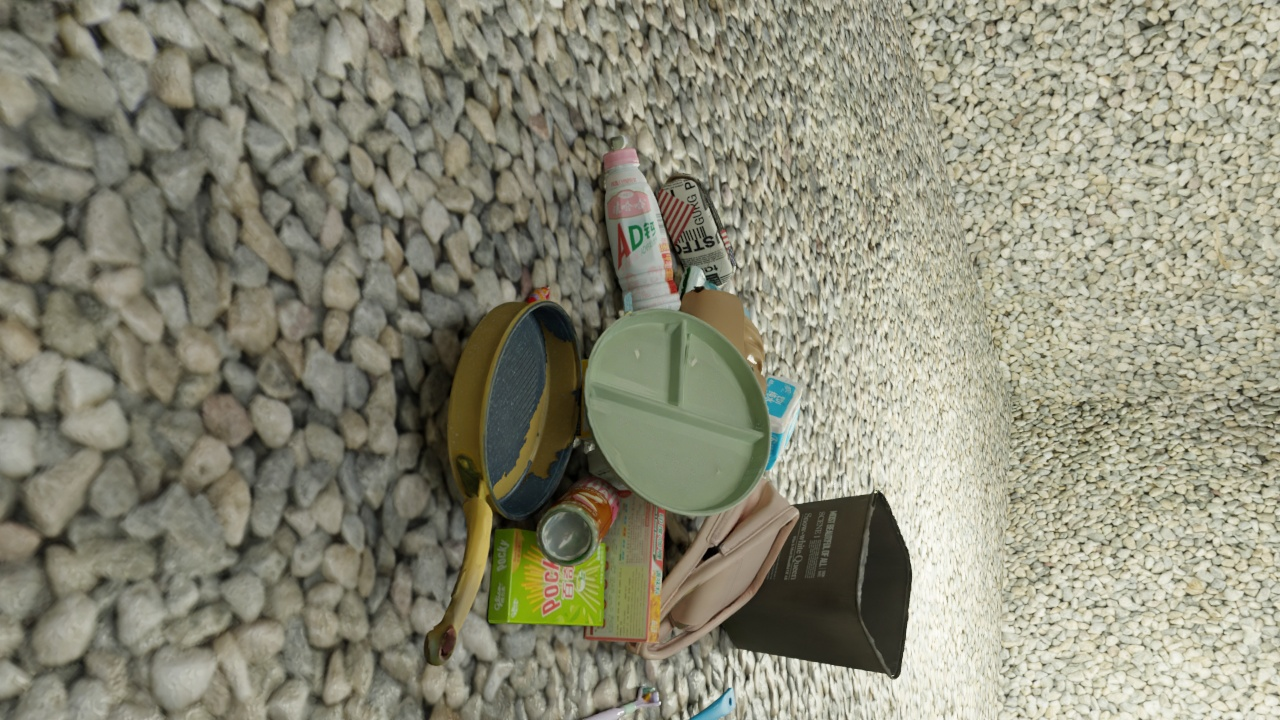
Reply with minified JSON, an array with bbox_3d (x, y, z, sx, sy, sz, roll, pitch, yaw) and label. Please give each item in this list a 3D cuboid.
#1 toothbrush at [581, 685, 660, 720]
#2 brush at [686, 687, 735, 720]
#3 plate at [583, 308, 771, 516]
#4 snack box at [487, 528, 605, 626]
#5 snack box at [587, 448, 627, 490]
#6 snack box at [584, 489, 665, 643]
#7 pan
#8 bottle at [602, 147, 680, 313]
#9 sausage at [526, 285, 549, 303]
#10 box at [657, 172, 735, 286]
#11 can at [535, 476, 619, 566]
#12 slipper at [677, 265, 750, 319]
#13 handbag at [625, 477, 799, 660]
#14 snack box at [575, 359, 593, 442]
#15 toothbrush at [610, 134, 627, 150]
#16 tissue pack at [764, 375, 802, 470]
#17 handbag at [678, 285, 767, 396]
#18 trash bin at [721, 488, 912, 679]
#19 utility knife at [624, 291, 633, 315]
[{"bbox_3d":[-0.036,0.370,0.955,0.189,0.029,0.021,9,113,-58],"label":"toothbrush"},{"bbox_3d":[0.046,0.425,1.047,0.254,0.046,0.083,-3,83,-54],"label":"brush"},{"bbox_3d":[0.039,0.053,0.962,0.230,0.028,0.229,13,62,-26],"label":"plate"},{"bbox_3d":[-0.087,0.214,0.894,0.156,0.026,0.085,27,60,-55],"label":"snack box"},{"bbox_3d":[0.017,0.125,1.029,0.156,0.085,0.026,40,34,-50],"label":"snack box"},{"bbox_3d":[-0.016,0.215,0.964,0.027,0.077,0.155,30,59,-54],"label":"snack box"},{"bbox_3d":[-0.116,0.093,0.760,0.356,0.078,0.198,-62,152,-47],"label":"pan"},{"bbox_3d":[-0.005,-0.147,1.075,0.068,0.068,0.197,-17,95,-59],"label":"bottle"},{"bbox_3d":[-0.120,-0.024,0.895,0.020,0.020,0.155,59,37,-35],"label":"sausage"},{"bbox_3d":[0.082,-0.178,1.226,0.164,0.075,0.076,64,30,-26],"label":"box"},{"bbox_3d":[-0.057,0.151,0.877,0.147,0.058,0.058,-26,108,-82],"label":"can"},{"bbox_3d":[0.116,-0.027,1.245,0.245,0.074,0.103,53,42,-43],"label":"slipper"},{"bbox_3d":[0.068,0.251,1.045,0.233,0.093,0.194,-36,152,-40],"label":"handbag"},{"bbox_3d":[-0.022,0.055,1.033,0.140,0.034,0.086,26,61,-57],"label":"snack box"},{"bbox_3d":[-0.008,-0.179,1.120,0.020,0.029,0.189,-15,101,-17],"label":"toothbrush"},{"bbox_3d":[0.189,0.091,1.328,0.139,0.063,0.090,-51,156,-52],"label":"tissue pack"},{"bbox_3d":[0.087,0.017,1.091,0.148,0.100,0.204,50,47,-38],"label":"handbag"},{"bbox_3d":[0.226,0.293,1.220,0.199,0.220,0.198,60,38,-35],"label":"trash bin"},{"bbox_3d":[-0.006,0.006,1.020,0.031,0.019,0.176,21,66,-61],"label":"utility knife"}]
